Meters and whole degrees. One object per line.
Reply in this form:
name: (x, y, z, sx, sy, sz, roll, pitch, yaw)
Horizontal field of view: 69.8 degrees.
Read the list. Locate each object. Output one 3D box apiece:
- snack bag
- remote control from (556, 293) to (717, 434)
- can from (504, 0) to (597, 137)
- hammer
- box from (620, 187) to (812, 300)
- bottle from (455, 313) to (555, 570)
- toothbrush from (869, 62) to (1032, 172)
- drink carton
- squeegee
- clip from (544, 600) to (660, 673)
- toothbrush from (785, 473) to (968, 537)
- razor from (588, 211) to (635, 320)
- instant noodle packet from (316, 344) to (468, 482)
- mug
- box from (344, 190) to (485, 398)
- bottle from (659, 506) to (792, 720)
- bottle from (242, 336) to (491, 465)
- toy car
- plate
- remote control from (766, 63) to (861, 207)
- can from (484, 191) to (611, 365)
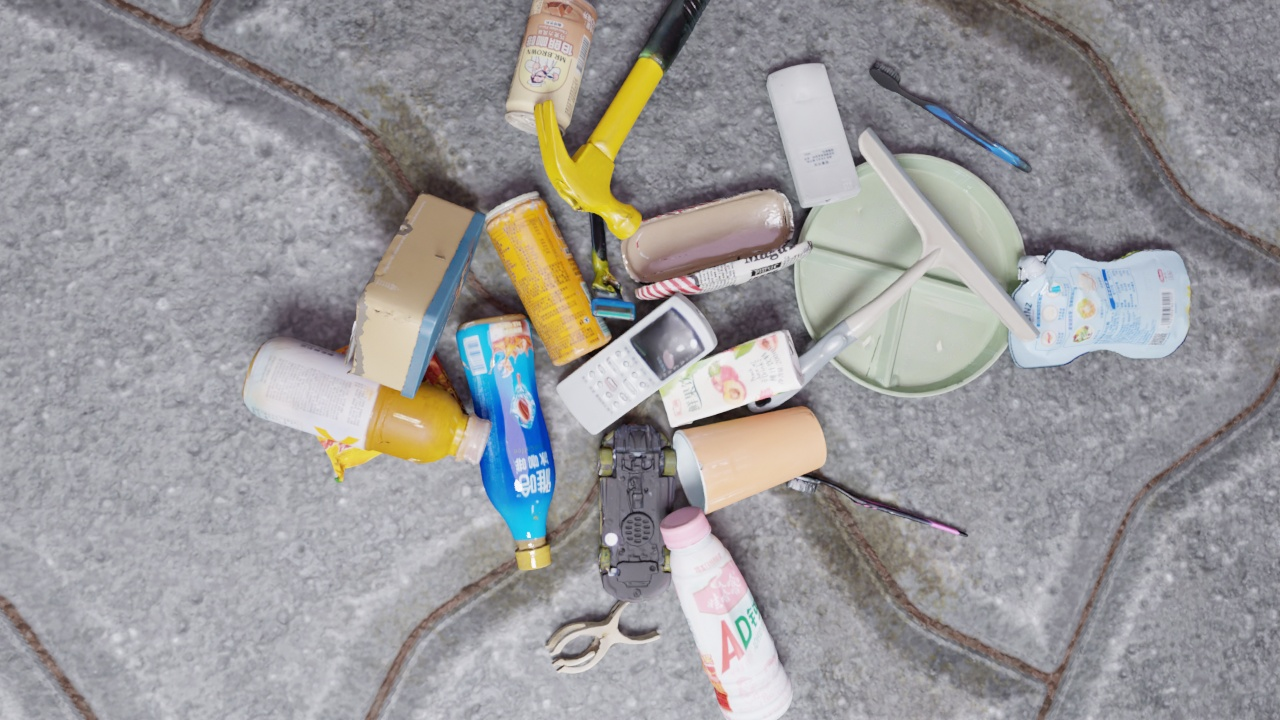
snack bag: (0.436, -0.051, 0.877, 0.191, 0.039, 0.110, -3, 103, -15)
remote control: (-0.005, 0.005, 0.798, 0.150, 0.021, 0.058, -37, 94, 23)
can: (-0.079, -0.261, 0.809, 0.058, 0.058, 0.116, 15, 87, -8)
hammer: (0.010, -0.261, 0.811, 0.128, 0.033, 0.300, 38, 73, -29)
box: (0.068, -0.098, 0.812, 0.162, 0.086, 0.076, -15, 113, -8)
bottle: (-0.109, 0.071, 0.794, 0.065, 0.065, 0.218, -11, 91, -8)
toothbrush: (0.301, -0.233, 0.885, 0.189, 0.014, 0.016, 29, 61, -7)
drink carton: (0.079, 0.016, 0.811, 0.123, 0.045, 0.053, -19, 89, 19)
squeegee: (0.192, -0.035, 0.819, 0.247, 0.039, 0.246, -41, 96, 5)
clip: (-0.034, 0.246, 0.820, 0.100, 0.035, 0.072, -23, 92, -16)
toothbrush: (0.224, 0.140, 0.866, 0.189, 0.014, 0.018, 20, 96, -8)
razor: (-0.036, -0.100, 0.815, 0.042, 0.022, 0.142, 4, 67, -33)
instant noodle packet: (-0.230, 0.029, 0.790, 0.128, 0.044, 0.111, -27, 88, -7)
mug: (0.099, 0.085, 0.822, 0.122, 0.078, 0.078, -15, 91, -14)
box: (-0.179, -0.053, 0.731, 0.062, 0.090, 0.183, 18, 42, -10)
bottle: (0.071, 0.221, 0.799, 0.068, 0.068, 0.197, -24, 102, -8)
bottle: (-0.214, 0.038, 0.734, 0.189, 0.068, 0.068, 18, 86, -8)
toy car: (-0.005, 0.135, 0.819, 0.070, 0.042, 0.158, 2, 87, -8)
plate: (0.253, -0.079, 0.867, 0.230, 0.027, 0.230, 0, 89, -9)
remote control: (0.159, -0.209, 0.846, 0.056, 0.019, 0.135, -13, 78, -2)
can: (-0.081, -0.071, 0.804, 0.058, 0.058, 0.146, -27, 92, -8)
